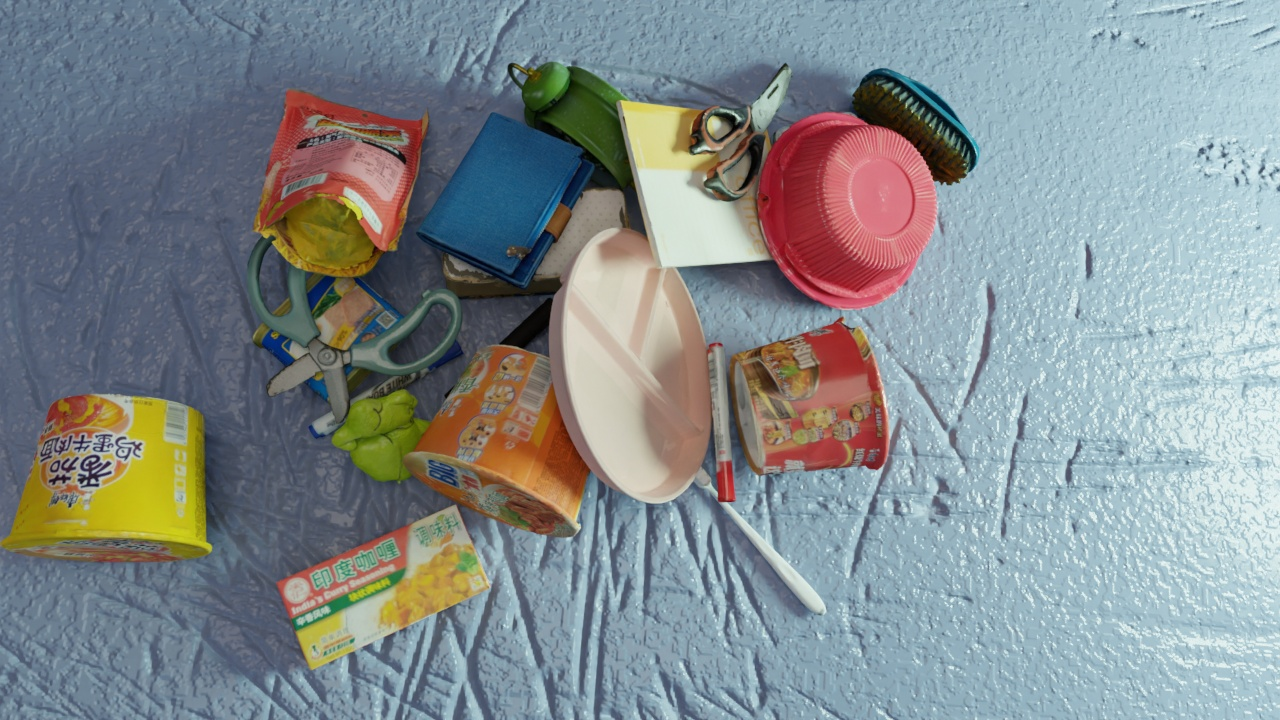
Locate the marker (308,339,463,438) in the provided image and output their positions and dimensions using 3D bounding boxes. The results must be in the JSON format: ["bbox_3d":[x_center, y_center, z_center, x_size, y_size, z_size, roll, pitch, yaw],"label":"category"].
[{"bbox_3d":[-0.221,0.024,0.801,0.145,0.017,0.017,-32,85,-14],"label":"marker"}]

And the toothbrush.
[{"bbox_3d":[0.106,0.162,0.829,0.016,0.016,0.180,-42,88,-13],"label":"toothbrush"}]

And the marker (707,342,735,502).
[{"bbox_3d":[0.073,0.055,0.830,0.017,0.017,0.145,0,76,-10],"label":"marker"}]

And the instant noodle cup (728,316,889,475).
[{"bbox_3d":[0.143,0.040,0.806,0.108,0.138,0.138,-11,81,-3],"label":"instant noodle cup"}]

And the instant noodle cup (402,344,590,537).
[{"bbox_3d":[-0.101,0.064,0.752,0.151,0.152,0.111,24,67,-4],"label":"instant noodle cup"}]

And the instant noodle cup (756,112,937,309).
[{"bbox_3d":[0.208,-0.147,0.862,0.193,0.066,0.193,3,84,-24],"label":"instant noodle cup"}]

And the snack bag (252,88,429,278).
[{"bbox_3d":[-0.249,-0.162,0.772,0.128,0.073,0.207,5,43,-12],"label":"snack bag"}]

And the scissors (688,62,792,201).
[{"bbox_3d":[0.098,-0.235,0.861,0.182,0.015,0.209,16,66,-41],"label":"scissors"}]

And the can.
[{"bbox_3d":[-0.261,-0.023,0.784,0.083,0.057,0.102,42,75,-2],"label":"can"}]

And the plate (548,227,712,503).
[{"bbox_3d":[-0.005,0.004,0.763,0.028,0.229,0.229,-10,77,30],"label":"plate"}]

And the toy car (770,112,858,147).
[{"bbox_3d":[0.181,-0.217,0.911,0.105,0.031,0.049,-16,84,-14],"label":"toy car"}]

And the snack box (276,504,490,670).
[{"bbox_3d":[-0.211,0.187,0.764,0.155,0.027,0.077,-23,82,-13],"label":"snack box"}]

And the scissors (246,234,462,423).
[{"bbox_3d":[-0.240,-0.044,0.754,0.174,0.019,0.170,-26,89,-15],"label":"scissors"}]

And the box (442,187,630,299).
[{"bbox_3d":[-0.088,-0.107,0.828,0.184,0.064,0.089,-1,79,-12],"label":"box"}]

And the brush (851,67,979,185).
[{"bbox_3d":[0.281,-0.241,0.923,0.144,0.055,0.073,40,58,0],"label":"brush"}]

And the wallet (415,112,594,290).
[{"bbox_3d":[-0.112,-0.137,0.779,0.106,0.040,0.133,25,74,6],"label":"wallet"}]

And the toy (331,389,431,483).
[{"bbox_3d":[-0.209,0.065,0.760,0.096,0.100,0.031,-15,45,-34],"label":"toy"}]

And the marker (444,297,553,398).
[{"bbox_3d":[-0.121,-0.006,0.822,0.131,0.020,0.022,-45,50,-15],"label":"marker"}]

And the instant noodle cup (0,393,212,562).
[{"bbox_3d":[-0.399,0.092,0.703,0.138,0.138,0.109,0,71,-10],"label":"instant noodle cup"}]

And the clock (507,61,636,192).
[{"bbox_3d":[-0.053,-0.216,0.829,0.161,0.116,0.056,38,85,-3],"label":"clock"}]

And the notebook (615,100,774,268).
[{"bbox_3d":[0.067,-0.156,0.825,0.205,0.010,0.146,-10,85,-46],"label":"notebook"}]
